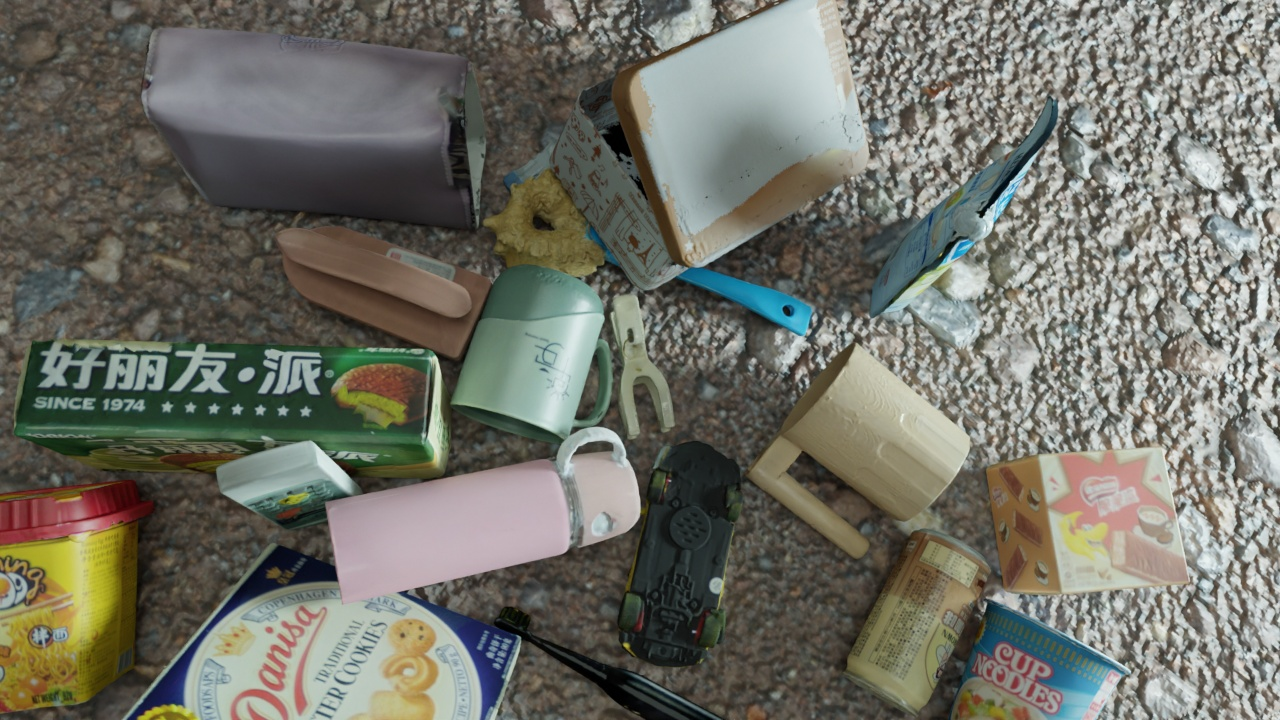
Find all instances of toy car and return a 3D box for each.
[{"bbox_3d":[0.029,0.134,0.635,0.071,0.041,0.155,13,78,-3],"label":"toy car"}]

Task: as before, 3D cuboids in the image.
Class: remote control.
[{"bbox_3d":[-0.215,0.081,0.575,0.056,0.135,0.019,-16,72,-10],"label":"remote control"}]

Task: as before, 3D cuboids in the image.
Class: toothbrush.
[{"bbox_3d":[-0.004,0.224,0.621,0.212,0.026,0.027,28,41,2],"label":"toothbrush"}]

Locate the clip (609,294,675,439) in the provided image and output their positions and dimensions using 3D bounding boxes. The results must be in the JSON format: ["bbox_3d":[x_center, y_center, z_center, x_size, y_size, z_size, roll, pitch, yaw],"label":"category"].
[{"bbox_3d":[-0.004,0.008,0.672,0.034,0.076,0.103,-13,69,-7],"label":"clip"}]

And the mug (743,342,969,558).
[{"bbox_3d":[0.152,0.067,0.650,0.103,0.084,0.125,38,101,2],"label":"mug"}]

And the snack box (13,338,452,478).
[{"bbox_3d":[-0.248,0.034,0.593,0.240,0.115,0.063,2,72,-6],"label":"snack box"}]

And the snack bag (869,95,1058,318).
[{"bbox_3d":[0.215,-0.093,0.627,0.039,0.191,0.110,44,77,6],"label":"snack bag"}]

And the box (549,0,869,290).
[{"bbox_3d":[0.057,-0.154,0.622,0.181,0.158,0.148,-32,81,-28],"label":"box"}]

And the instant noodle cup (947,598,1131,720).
[{"bbox_3d":[0.255,0.232,0.613,0.099,0.099,0.110,28,83,1],"label":"instant noodle cup"}]

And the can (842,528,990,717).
[{"bbox_3d":[0.190,0.179,0.632,0.058,0.058,0.116,32,76,2],"label":"can"}]

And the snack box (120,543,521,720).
[{"bbox_3d":[-0.180,0.205,0.537,0.182,0.177,0.046,21,115,-1],"label":"snack box"}]

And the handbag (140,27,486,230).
[{"bbox_3d":[-0.210,-0.161,0.627,0.197,0.145,0.098,4,79,-6],"label":"handbag"}]

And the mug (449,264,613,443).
[{"bbox_3d":[-0.064,0.000,0.643,0.111,0.082,0.106,26,73,-31],"label":"mug"}]

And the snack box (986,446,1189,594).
[{"bbox_3d":[0.312,0.114,0.648,0.092,0.077,0.094,-3,77,-6],"label":"snack box"}]

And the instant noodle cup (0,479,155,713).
[{"bbox_3d":[-0.370,0.143,0.566,0.116,0.116,0.123,-6,90,-7],"label":"instant noodle cup"}]

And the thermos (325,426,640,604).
[{"bbox_3d":[-0.100,0.096,0.598,0.198,0.087,0.067,-10,33,-18],"label":"thermos"}]

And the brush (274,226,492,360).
[{"bbox_3d":[-0.182,-0.054,0.642,0.145,0.073,0.063,21,77,1],"label":"brush"}]

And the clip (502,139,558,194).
[{"bbox_3d":[-0.077,-0.145,0.699,0.056,0.028,0.024,-35,81,-2],"label":"clip"}]

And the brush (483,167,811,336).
[{"bbox_3d":[0.010,-0.072,0.681,0.254,0.046,0.083,19,70,-6],"label":"brush"}]
